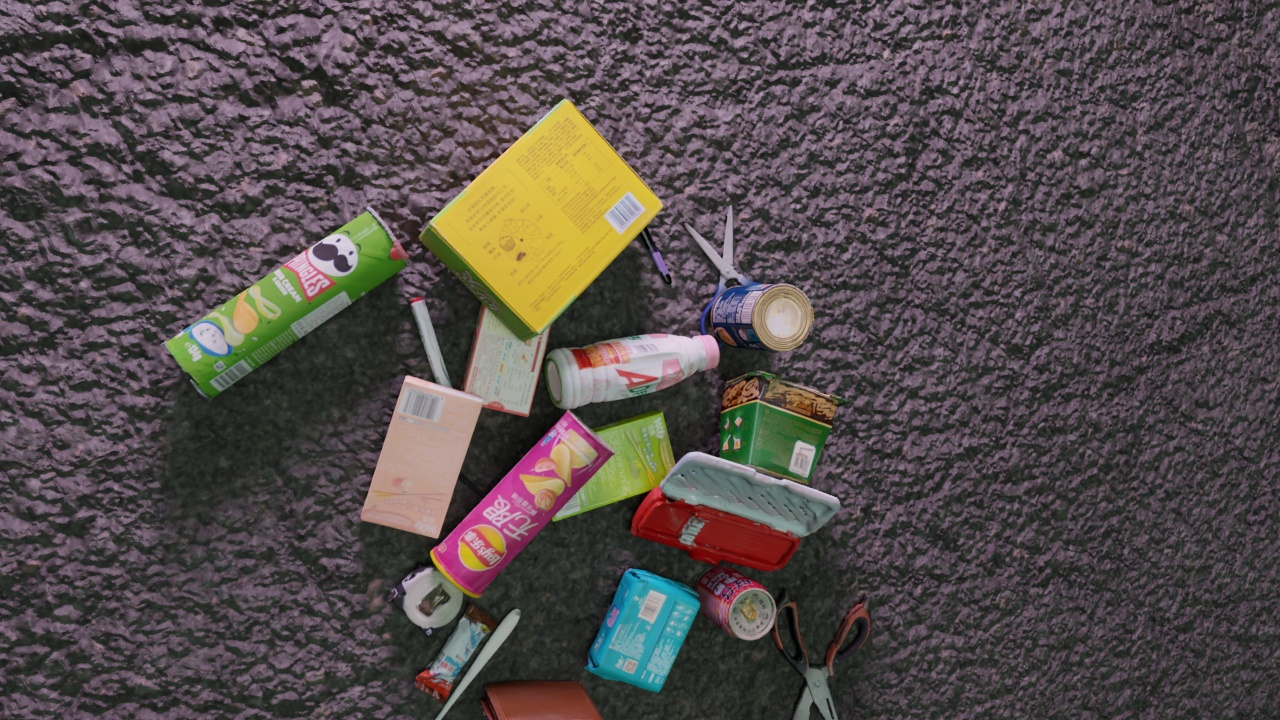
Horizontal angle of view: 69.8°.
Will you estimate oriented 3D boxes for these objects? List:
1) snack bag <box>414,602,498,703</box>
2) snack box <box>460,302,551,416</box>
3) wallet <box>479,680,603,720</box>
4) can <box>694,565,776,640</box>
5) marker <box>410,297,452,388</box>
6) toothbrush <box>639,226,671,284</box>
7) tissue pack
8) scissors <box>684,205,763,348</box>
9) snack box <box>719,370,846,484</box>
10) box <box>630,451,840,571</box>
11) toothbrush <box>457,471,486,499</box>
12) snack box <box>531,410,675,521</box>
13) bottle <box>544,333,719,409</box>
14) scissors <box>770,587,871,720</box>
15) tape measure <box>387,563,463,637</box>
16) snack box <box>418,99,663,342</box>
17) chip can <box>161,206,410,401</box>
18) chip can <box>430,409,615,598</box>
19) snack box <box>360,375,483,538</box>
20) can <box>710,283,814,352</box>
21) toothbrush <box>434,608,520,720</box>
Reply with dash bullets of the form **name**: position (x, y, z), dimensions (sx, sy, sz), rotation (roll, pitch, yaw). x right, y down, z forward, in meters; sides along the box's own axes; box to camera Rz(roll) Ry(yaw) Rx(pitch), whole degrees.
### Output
- **snack bag**: position (-0.200, 0.317, 0.997), dimensions (0.048, 0.026, 0.104), rotation (44, 79, -29)
- **snack box**: position (-0.142, -0.023, 0.999), dimensions (0.077, 0.027, 0.155), rotation (14, 88, -19)
- **wallet**: position (-0.105, 0.381, 0.994), dimensions (0.124, 0.101, 0.032), rotation (7, 92, -20)
- **can**: position (0.110, 0.282, 1.069), dimensions (0.066, 0.094, 0.066), rotation (-1, 93, -20)
- **marker**: position (-0.217, 0.003, 0.979), dimensions (0.017, 0.017, 0.145), rotation (-19, 99, -18)
- **toothbrush**: position (-0.006, -0.170, 1.046), dimensions (0.014, 0.017, 0.189), rotation (-31, 104, -16)
- **tissue pack**: position (0.002, 0.311, 1.055), dimensions (0.093, 0.050, 0.133), rotation (28, 84, -20)
- **scissors**: position (0.107, -0.092, 1.093), dimensions (0.162, 0.012, 0.174), rotation (24, 84, -18)
- **snack box**: position (0.152, 0.085, 1.050), dimensions (0.118, 0.118, 0.105), rotation (18, 73, -16)
- **box**: position (0.107, 0.174, 1.049), dimensions (0.201, 0.039, 0.158), rotation (19, 125, -19)
- **toothbrush**: position (-0.194, 0.122, 0.993), dimensions (0.018, 0.015, 0.181), rotation (-45, 106, 7)
- **snack box**: position (-0.039, 0.118, 1.043), dimensions (0.156, 0.026, 0.086), rotation (-16, 98, -18)
- **bottle**: position (-0.006, 0.006, 1.031), dimensions (0.196, 0.068, 0.068), rotation (-10, 96, -23)
- **scissors**: position (0.220, 0.385, 1.155), dimensions (0.189, 0.015, 0.225), rotation (34, 81, -18)
- **tape measure**: position (-0.224, 0.252, 0.981), dimensions (0.066, 0.034, 0.066), rotation (-45, 107, -12)
- **snack box**: position (-0.102, -0.146, 0.965), dimensions (0.157, 0.070, 0.209), rotation (46, 70, -11)
- **chip can**: position (-0.343, -0.057, 0.902), dimensions (0.235, 0.072, 0.072), rotation (-38, 104, -14)
- **chip can**: position (-0.123, 0.150, 0.969), dimensions (0.210, 0.071, 0.071), rotation (-46, 106, -2)
- **snack box**: position (-0.228, 0.102, 0.959), dimensions (0.084, 0.026, 0.157), rotation (18, 97, -16)
- **can**: position (0.136, -0.048, 1.038), dimensions (0.075, 0.111, 0.075), rotation (-1, 93, -20)
- **toothbrush**: position (-0.188, 0.349, 1.007), dimensions (0.016, 0.016, 0.180), rotation (40, 79, -19)
